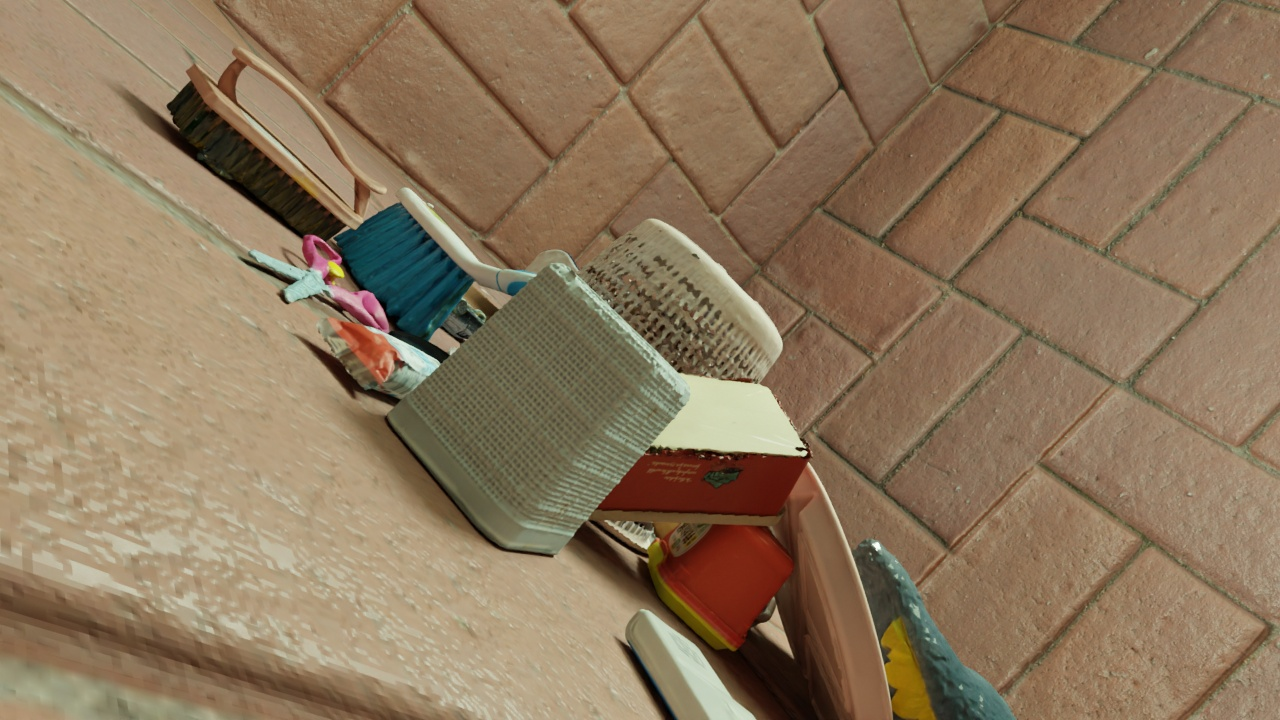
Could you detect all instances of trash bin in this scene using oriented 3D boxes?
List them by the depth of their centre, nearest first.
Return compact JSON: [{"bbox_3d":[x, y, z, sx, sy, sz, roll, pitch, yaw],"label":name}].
[{"bbox_3d":[-0.005,0.005,0.722,0.227,0.192,0.227,44,0,0],"label":"trash bin"}]

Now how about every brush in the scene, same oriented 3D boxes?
[{"bbox_3d":[-0.237,-0.138,0.618,0.063,0.073,0.145,43,-2,42],"label":"brush"},{"bbox_3d":[-0.122,-0.052,0.630,0.060,0.109,0.314,47,-2,-43],"label":"brush"}]

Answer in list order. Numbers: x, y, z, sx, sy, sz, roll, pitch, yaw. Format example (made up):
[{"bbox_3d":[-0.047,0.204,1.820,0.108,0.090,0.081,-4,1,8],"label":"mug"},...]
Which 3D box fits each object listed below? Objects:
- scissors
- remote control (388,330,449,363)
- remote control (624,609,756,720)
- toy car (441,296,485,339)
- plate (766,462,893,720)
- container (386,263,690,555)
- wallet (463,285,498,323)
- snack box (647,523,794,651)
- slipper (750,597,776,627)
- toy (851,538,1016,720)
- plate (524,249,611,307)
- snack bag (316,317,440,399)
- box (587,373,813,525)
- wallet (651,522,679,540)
[{"bbox_3d":[-0.177,-0.037,0.522,0.093,0.017,0.137,51,3,-14],"label":"scissors"},{"bbox_3d":[-0.102,0.025,0.547,0.136,0.024,0.053,46,-1,24],"label":"remote control"},{"bbox_3d":[0.035,0.160,0.403,0.049,0.024,0.125,45,-1,-33],"label":"remote control"},{"bbox_3d":[-0.161,-0.039,0.826,0.043,0.034,0.090,41,-4,40],"label":"toy car"},{"bbox_3d":[0.123,0.173,0.658,0.229,0.028,0.229,163,-88,-87],"label":"plate"},{"bbox_3d":[-0.043,0.023,0.452,0.090,0.111,0.090,44,0,21],"label":"container"},{"bbox_3d":[-0.170,-0.044,0.973,0.124,0.032,0.101,44,4,-29],"label":"wallet"},{"bbox_3d":[0.056,0.141,0.629,0.082,0.080,0.091,45,0,-9],"label":"snack box"},{"bbox_3d":[0.124,0.149,0.860,0.114,0.055,0.273,54,27,-2],"label":"slipper"},{"bbox_3d":[0.222,0.279,0.630,0.137,0.091,0.356,-100,164,-59],"label":"toy"},{"bbox_3d":[-0.074,-0.015,0.974,0.205,0.045,0.205,47,-27,33],"label":"plate"},{"bbox_3d":[-0.122,0.006,0.470,0.048,0.026,0.104,51,2,18],"label":"snack bag"},{"bbox_3d":[0.018,0.045,0.575,0.168,0.077,0.091,7,32,-24],"label":"box"},{"bbox_3d":[0.051,0.119,0.813,0.031,0.107,0.132,64,-6,-17],"label":"wallet"}]
